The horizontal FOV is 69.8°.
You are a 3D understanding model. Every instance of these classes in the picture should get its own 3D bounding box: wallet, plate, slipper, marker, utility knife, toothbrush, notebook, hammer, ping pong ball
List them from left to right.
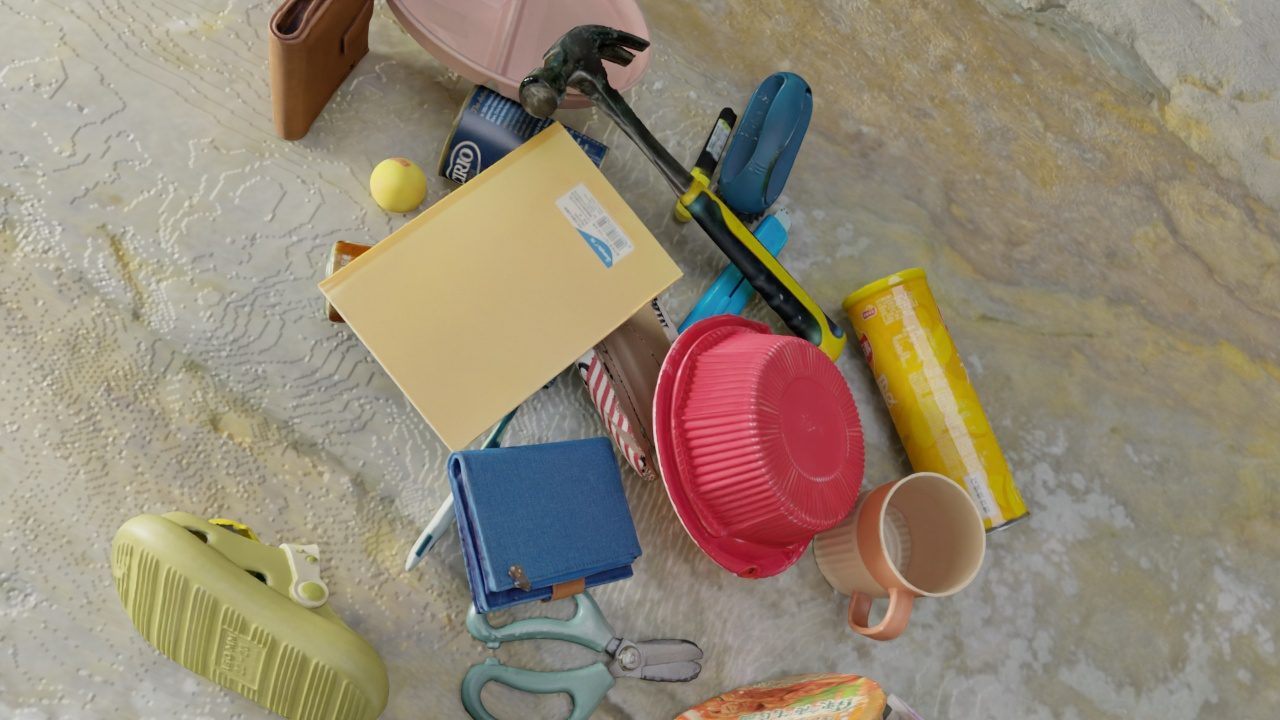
[{"bbox_3d":[-0.229,0.153,0.563,0.190,0.092,0.081,31,27,4],"label":"slipper"},{"bbox_3d":[-0.222,-0.224,0.644,0.031,0.132,0.107,32,66,-10],"label":"wallet"},{"bbox_3d":[-0.178,-0.129,0.677,0.040,0.040,0.040,5,72,-15],"label":"ping pong ball"},{"bbox_3d":[-0.107,0.069,0.652,0.018,0.016,0.191,38,66,-14],"label":"toothbrush"},{"bbox_3d":[-0.090,-0.054,0.628,0.206,0.010,0.146,-40,91,-17],"label":"notebook"},{"bbox_3d":[-0.097,-0.281,0.719,0.229,0.028,0.229,16,50,-21],"label":"plate"},{"bbox_3d":[-0.062,0.107,0.620,0.132,0.040,0.106,-2,72,-44],"label":"wallet"},{"bbox_3d":[0.056,-0.167,0.774,0.018,0.015,0.123,27,65,-8],"label":"marker"},{"bbox_3d":[0.051,-0.118,0.694,0.323,0.032,0.125,45,47,-20],"label":"hammer"},{"bbox_3d":[0.083,-0.069,0.749,0.034,0.018,0.159,37,66,-2],"label":"utility knife"}]

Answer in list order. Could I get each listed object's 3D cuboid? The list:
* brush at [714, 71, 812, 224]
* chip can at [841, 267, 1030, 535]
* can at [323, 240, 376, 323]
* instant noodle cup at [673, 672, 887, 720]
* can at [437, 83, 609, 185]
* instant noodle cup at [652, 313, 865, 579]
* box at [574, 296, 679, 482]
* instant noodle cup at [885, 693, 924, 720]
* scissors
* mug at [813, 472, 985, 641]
[{"bbox_3d":[0.107,-0.184,0.761,0.055,0.074,0.143,25,68,-3],"label":"brush"},{"bbox_3d":[0.234,0.035,0.733,0.072,0.072,0.213,-17,79,-21],"label":"chip can"},{"bbox_3d":[-0.146,-0.048,0.652,0.147,0.058,0.057,6,72,-15],"label":"can"},{"bbox_3d":[0.096,0.279,0.584,0.151,0.152,0.111,-13,86,-20],"label":"instant noodle cup"},{"bbox_3d":[-0.086,-0.150,0.692,0.111,0.075,0.075,24,68,-9],"label":"can"},{"bbox_3d":[0.097,0.053,0.647,0.193,0.066,0.193,18,64,-41],"label":"instant noodle cup"},{"bbox_3d":[0.000,0.002,0.674,0.087,0.076,0.163,-28,80,-1],"label":"box"},{"bbox_3d":[0.232,0.320,0.622,0.173,0.138,0.060,40,88,-1],"label":"instant noodle cup"},{"bbox_3d":[-0.038,0.185,0.637,0.185,0.019,0.129,-12,76,-21],"label":"scissors"},{"bbox_3d":[0.180,0.145,0.664,0.081,0.106,0.114,23,69,-9],"label":"mug"}]
